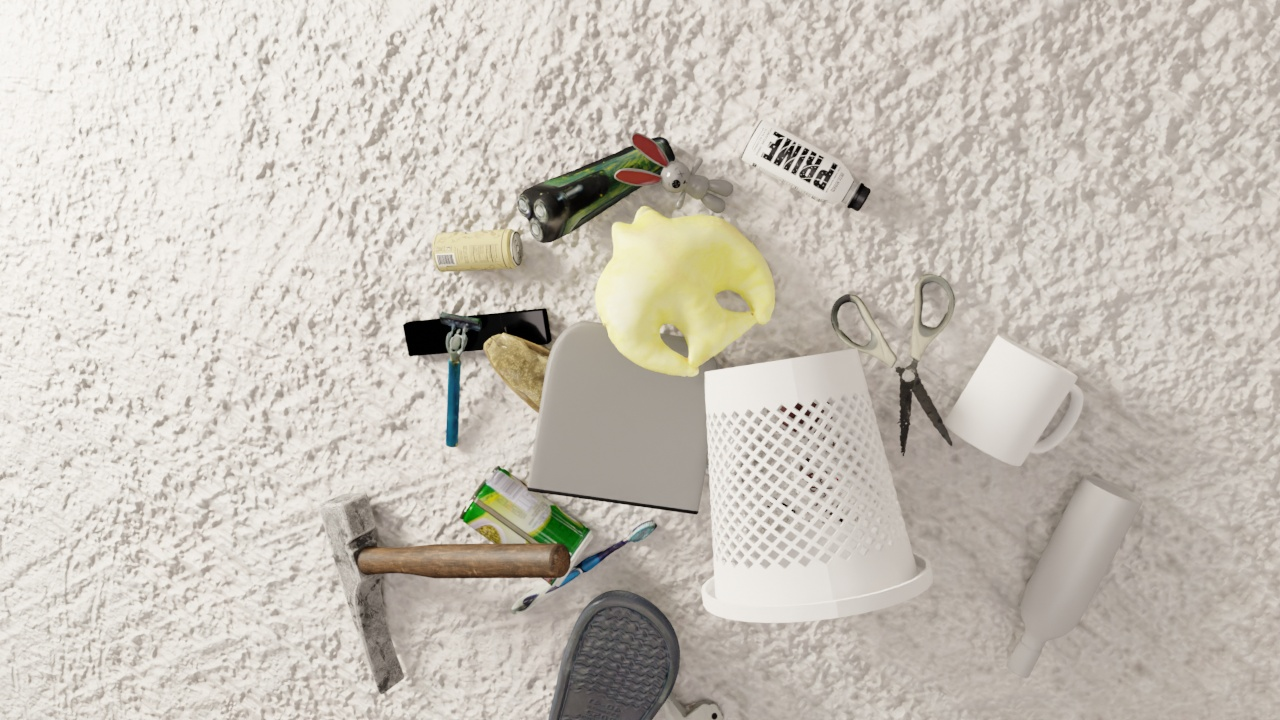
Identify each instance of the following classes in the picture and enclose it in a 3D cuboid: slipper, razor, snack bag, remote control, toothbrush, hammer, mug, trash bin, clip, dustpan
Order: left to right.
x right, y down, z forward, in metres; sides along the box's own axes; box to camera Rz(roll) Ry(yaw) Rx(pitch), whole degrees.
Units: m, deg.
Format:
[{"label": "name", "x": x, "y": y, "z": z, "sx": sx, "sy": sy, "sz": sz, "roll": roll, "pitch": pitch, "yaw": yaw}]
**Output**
[{"label": "hammer", "x": -0.185, "y": 0.234, "z": 0.910, "sx": 0.301, "sy": 0.037, "sz": 0.218, "roll": -8, "pitch": 100, "yaw": 33}, {"label": "razor", "x": -0.186, "y": 0.023, "z": 0.918, "sx": 0.042, "sy": 0.022, "sz": 0.144, "roll": 11, "pitch": 112, "yaw": 7}, {"label": "remote control", "x": -0.164, "y": -0.028, "z": 0.917, "sx": 0.150, "sy": 0.013, "sz": 0.034, "roll": -5, "pitch": 104, "yaw": 12}, {"label": "toothbrush", "x": -0.061, "y": 0.215, "z": 0.944, "sx": 0.189, "sy": 0.017, "sz": 0.016, "roll": -34, "pitch": 94, "yaw": 15}, {"label": "razor", "x": -0.039, "y": -0.160, "z": 0.842, "sx": 0.151, "sy": 0.067, "sz": 0.054, "roll": -25, "pitch": 99, "yaw": 6}, {"label": "slipper", "x": -0.027, "y": 0.320, "z": 0.934, "sx": 0.111, "sy": 0.083, "sz": 0.269, "roll": 19, "pitch": 122, "yaw": 2}, {"label": "dustpan", "x": -0.005, "y": 0.005, "z": 0.861, "sx": 0.163, "sy": 0.033, "sz": 0.257, "roll": 9, "pitch": 94, "yaw": -9}, {"label": "clip", "x": 0.053, "y": 0.379, "z": 0.948, "sx": 0.052, "sy": 0.057, "sz": 0.102, "roll": -22, "pitch": 98, "yaw": 38}, {"label": "trash bin", "x": 0.136, "y": 0.098, "z": 0.793, "sx": 0.196, "sy": 0.195, "sz": 0.199, "roll": -9, "pitch": 89, "yaw": 12}, {"label": "snack bag", "x": 0.171, "y": 0.107, "z": 0.880, "sx": 0.057, "sy": 0.013, "sz": 0.158, "roll": -11, "pitch": 99, "yaw": 14}, {"label": "mug", "x": 0.340, "y": 0.041, "z": 0.811, "sx": 0.110, "sy": 0.073, "sz": 0.091, "roll": 21, "pitch": 106, "yaw": -21}]

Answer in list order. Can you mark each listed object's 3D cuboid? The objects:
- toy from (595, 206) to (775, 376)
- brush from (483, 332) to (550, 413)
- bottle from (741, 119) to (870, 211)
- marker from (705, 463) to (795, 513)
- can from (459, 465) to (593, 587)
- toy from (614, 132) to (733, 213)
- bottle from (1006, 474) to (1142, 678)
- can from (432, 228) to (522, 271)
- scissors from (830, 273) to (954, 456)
[{"label": "toy", "x": 0.035, "y": -0.070, "z": 0.821, "sx": 0.170, "sy": 0.065, "sz": 0.155, "roll": -34, "pitch": 80, "yaw": -20}, {"label": "brush", "x": -0.068, "y": 0.037, "z": 0.885, "sx": 0.195, "sy": 0.043, "sz": 0.059, "roll": 36, "pitch": 83, "yaw": -4}, {"label": "bottle", "x": 0.149, "y": -0.169, "z": 0.815, "sx": 0.116, "sy": 0.041, "sz": 0.041, "roll": 30, "pitch": 105, "yaw": 4}, {"label": "marker", "x": 0.083, "y": 0.115, "z": 0.900, "sx": 0.152, "sy": 0.011, "sz": 0.011, "roll": 28, "pitch": 105, "yaw": 5}, {"label": "can", "x": -0.113, "y": 0.166, "z": 0.918, "sx": 0.121, "sy": 0.067, "sz": 0.067, "roll": 35, "pitch": 105, "yaw": 3}, {"label": "toy", "x": 0.032, "y": -0.165, "z": 0.826, "sx": 0.111, "sy": 0.030, "sz": 0.049, "roll": 19, "pitch": 106, "yaw": -23}, {"label": "bottle", "x": 0.386, "y": 0.202, "z": 0.837, "sx": 0.052, "sy": 0.052, "sz": 0.195, "roll": 21, "pitch": 104, "yaw": 6}, {"label": "can", "x": -0.157, "y": -0.106, "z": 0.887, "sx": 0.079, "sy": 0.038, "sz": 0.038, "roll": -1, "pitch": 101, "yaw": 11}, {"label": "scissors", "x": 0.237, "y": -0.007, "z": 0.821, "sx": 0.157, "sy": 0.012, "sz": 0.166, "roll": 36, "pitch": 91, "yaw": 21}]
